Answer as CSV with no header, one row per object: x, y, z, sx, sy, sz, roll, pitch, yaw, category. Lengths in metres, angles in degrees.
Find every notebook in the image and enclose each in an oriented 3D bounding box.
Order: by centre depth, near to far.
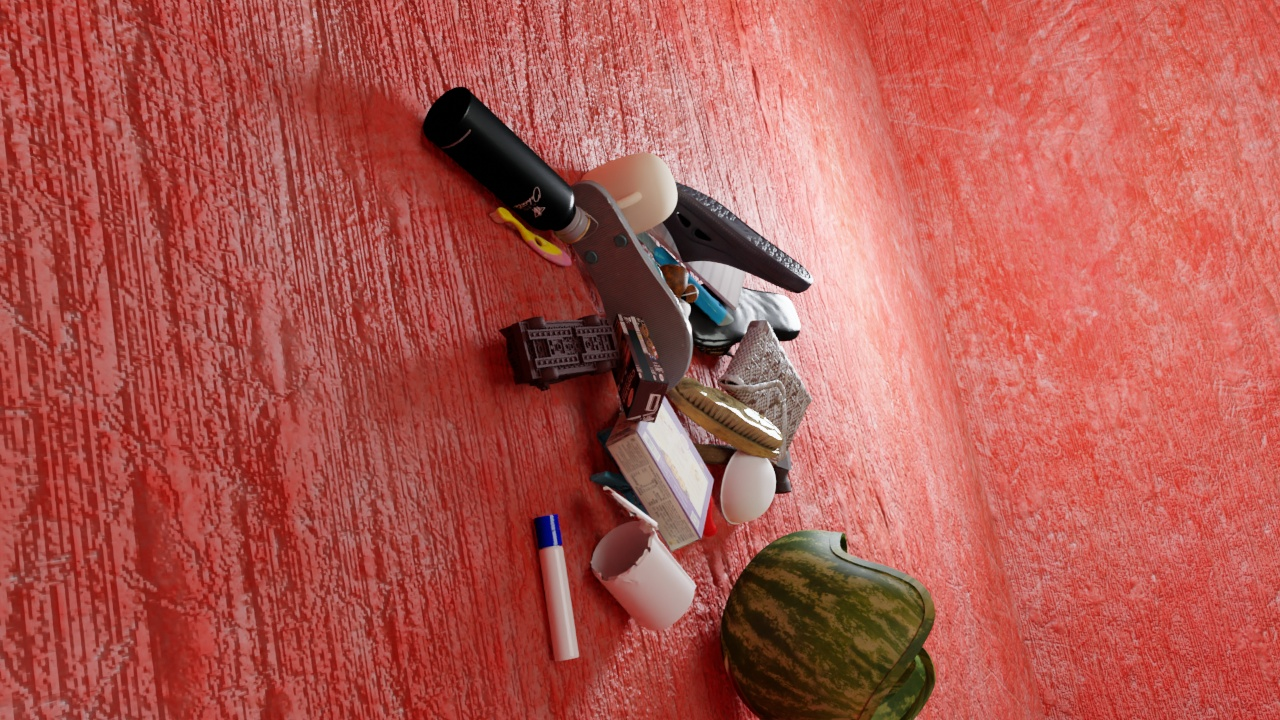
0.073,-0.181,1.299,0.209,0.009,0.142,40,40,-19,notebook

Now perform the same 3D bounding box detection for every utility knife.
0.053,-0.117,1.241,0.205,0.015,0.031,46,54,-17,utility knife

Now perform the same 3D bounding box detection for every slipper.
-0.007,-0.091,1.081,0.269,0.098,0.054,64,31,-15,slipper
0.106,-0.156,1.238,0.268,0.083,0.110,38,21,15,slipper
0.138,-0.054,1.351,0.267,0.076,0.113,-5,70,-46,slipper

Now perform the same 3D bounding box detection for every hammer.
0.140,0.132,1.295,0.322,0.033,0.115,12,67,-58,hammer

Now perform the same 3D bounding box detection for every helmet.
0.215,0.332,1.107,0.242,0.247,0.213,-39,137,-17,helmet

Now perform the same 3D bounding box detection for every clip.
-0.012,0.145,1.024,0.127,0.028,0.113,37,47,-48,clip

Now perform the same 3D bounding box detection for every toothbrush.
-0.117,-0.132,0.996,0.135,0.016,0.021,33,46,-53,toothbrush

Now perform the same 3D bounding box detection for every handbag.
0.185,0.046,1.304,0.186,0.047,0.123,54,52,-36,handbag

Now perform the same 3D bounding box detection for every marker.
-0.079,0.214,0.870,0.027,0.023,0.133,47,32,-76,marker

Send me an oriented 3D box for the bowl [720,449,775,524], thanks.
0.155,0.173,1.248,0.109,0.041,0.110,-15,109,-52,bowl

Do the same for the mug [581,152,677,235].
-0.012,-0.202,1.126,0.096,0.100,0.119,66,29,-14,mug

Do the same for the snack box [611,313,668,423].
-0.006,0.006,1.014,0.031,0.051,0.140,9,29,-18,snack box

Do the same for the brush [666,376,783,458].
0.116,0.076,1.215,0.195,0.043,0.059,30,21,-27,brush

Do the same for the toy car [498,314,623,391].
-0.086,-0.009,0.934,0.169,0.062,0.070,-7,82,-61,toy car

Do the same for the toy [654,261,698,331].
0.034,-0.072,1.185,0.087,0.067,0.112,6,89,-30,toy

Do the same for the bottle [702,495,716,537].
0.067,0.164,1.142,0.036,0.036,0.119,-40,111,-59,bottle

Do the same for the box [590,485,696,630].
-0.007,0.199,0.944,0.166,0.092,0.083,52,-4,-31,box

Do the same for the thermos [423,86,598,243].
-0.124,-0.189,0.961,0.231,0.061,0.061,38,44,-47,thermos

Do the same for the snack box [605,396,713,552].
0.026,0.116,1.035,0.143,0.041,0.147,59,18,-12,snack box
